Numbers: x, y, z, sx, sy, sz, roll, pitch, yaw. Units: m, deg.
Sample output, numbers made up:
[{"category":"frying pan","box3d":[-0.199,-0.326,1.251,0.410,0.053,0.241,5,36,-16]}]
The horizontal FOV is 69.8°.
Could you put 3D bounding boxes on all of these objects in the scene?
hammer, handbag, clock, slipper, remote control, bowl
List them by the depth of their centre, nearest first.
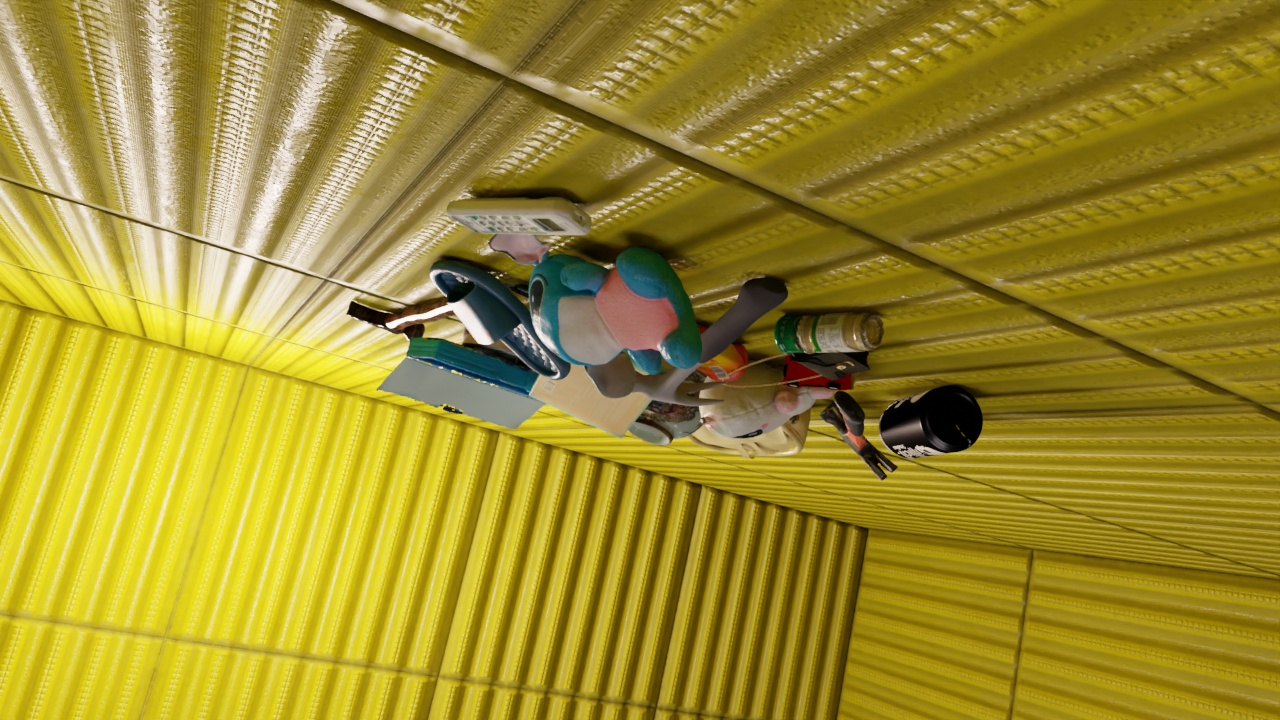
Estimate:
[{"category":"remote control","box3d":[-0.106,-0.127,0.796,0.133,0.022,0.050,5,166,32]},{"category":"hammer","box3d":[0.076,-0.014,0.984,0.125,0.029,0.312,13,155,-15]},{"category":"handbag","box3d":[0.170,0.012,1.061,0.178,0.027,0.084,-16,153,39]},{"category":"slipper","box3d":[-0.171,-0.041,1.091,0.213,0.059,0.104,45,155,-27]},{"category":"hammer","box3d":[0.277,0.086,1.191,0.133,0.033,0.333,51,-176,19]},{"category":"clock","box3d":[-0.190,-0.028,1.289,0.116,0.058,0.158,17,168,-16]},{"category":"hammer","box3d":[-0.315,-0.069,1.301,0.120,0.033,0.331,20,166,-30]},{"category":"bowl","box3d":[0.027,0.066,1.325,0.160,0.093,0.160,19,157,8]},{"category":"handbag","box3d":[0.160,0.094,1.440,0.233,0.088,0.190,5,163,36]}]

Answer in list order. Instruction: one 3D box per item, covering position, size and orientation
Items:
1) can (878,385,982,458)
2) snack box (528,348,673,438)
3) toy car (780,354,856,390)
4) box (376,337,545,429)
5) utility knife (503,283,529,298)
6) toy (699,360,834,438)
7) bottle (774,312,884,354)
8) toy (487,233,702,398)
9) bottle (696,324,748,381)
[{"category":"can","box3d":[0.361,0.080,1.154,0.080,0.080,0.146,14,169,-6]},{"category":"snack box","box3d":[-0.052,0.020,1.184,0.141,0.044,0.194,25,144,-8]},{"category":"toy car","box3d":[0.214,0.015,1.105,0.090,0.038,0.025,3,168,41]},{"category":"box","box3d":[-0.226,0.028,1.308,0.243,0.059,0.176,22,150,-37]},{"category":"utility knife","box3d":[-0.082,-0.067,1.084,0.174,0.020,0.029,16,167,-13]},{"category":"toy","box3d":[0.164,0.046,1.190,0.180,0.101,0.138,-9,-175,16]},{"category":"bottle","box3d":[0.188,-0.028,0.919,0.110,0.042,0.042,-1,163,46]},{"category":"toy","box3d":[-0.038,-0.057,0.888,0.192,0.098,0.224,-3,132,43]},{"category":"bottle","box3d":[0.068,-0.015,1.091,0.072,0.048,0.134,-1,163,43]}]
